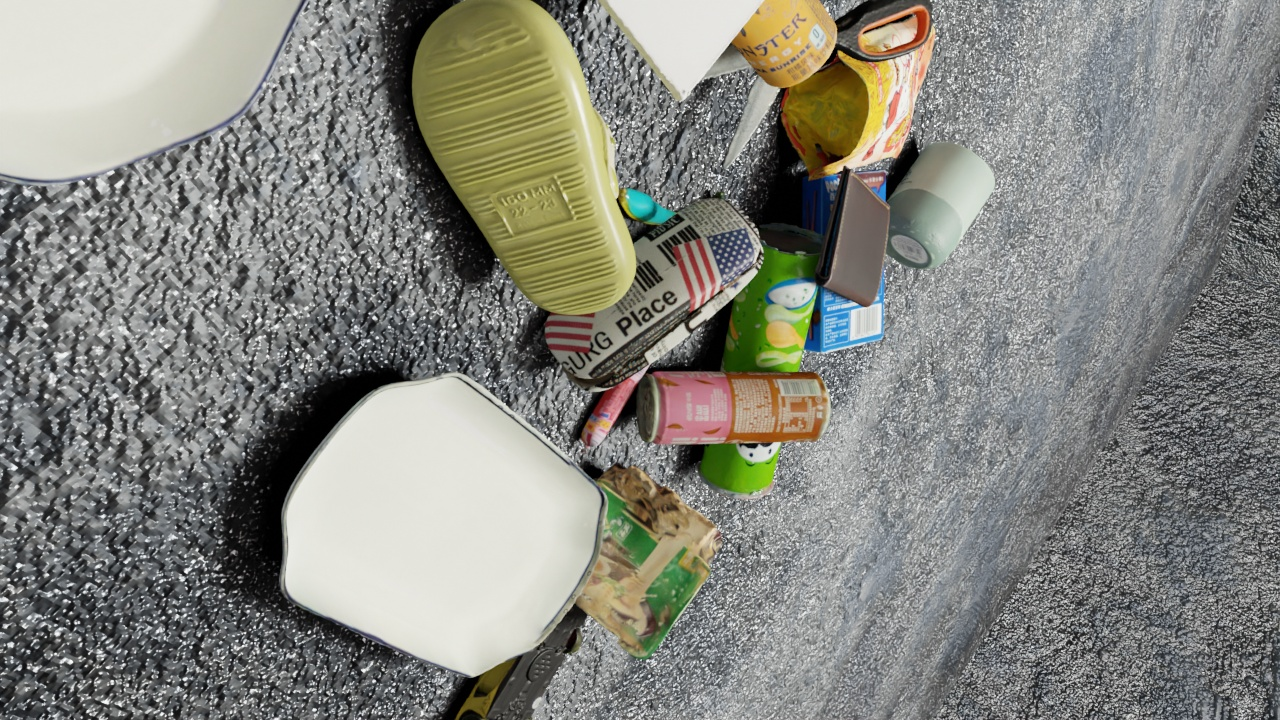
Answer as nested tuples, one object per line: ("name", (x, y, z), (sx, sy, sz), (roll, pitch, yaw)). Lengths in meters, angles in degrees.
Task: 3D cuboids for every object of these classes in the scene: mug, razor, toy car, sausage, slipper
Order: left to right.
("toy car", (-0.096, 0.251, 0.733), (0.156, 0.041, 0.071), (-59, 146, -2))
("slipper", (-0.057, -0.113, 0.512), (0.081, 0.092, 0.191), (-84, 159, -50))
("sausage", (-0.004, 0.004, 0.703), (0.155, 0.020, 0.020), (-58, 146, -6))
("razor", (0.022, -0.106, 0.652), (0.132, 0.028, 0.043), (0, 79, -54))
("mug", (0.292, -0.150, 0.938), (0.106, 0.082, 0.112), (-54, 177, -12))

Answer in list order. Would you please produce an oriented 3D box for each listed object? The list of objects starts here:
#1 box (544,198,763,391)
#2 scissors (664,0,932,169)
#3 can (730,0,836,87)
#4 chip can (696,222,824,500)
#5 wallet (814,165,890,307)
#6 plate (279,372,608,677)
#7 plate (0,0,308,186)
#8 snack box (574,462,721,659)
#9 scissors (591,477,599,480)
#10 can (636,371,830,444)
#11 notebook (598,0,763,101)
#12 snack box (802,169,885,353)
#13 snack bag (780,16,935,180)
("box", (0.009, -0.048, 0.616), (0.163, 0.074, 0.079), (-35, 135, -6))
("scissors", (0.114, -0.245, 0.647), (0.220, 0.022, 0.224), (-6, 100, -22))
("can", (0.062, -0.233, 0.562), (0.146, 0.058, 0.058), (34, 85, -41))
("chip can", (0.104, 0.003, 0.797), (0.072, 0.072, 0.236), (-19, 126, -45))
("wallet", (0.180, -0.099, 0.764), (0.122, 0.020, 0.096), (11, 89, -61))
("plate", (-0.119, 0.108, 0.590), (0.162, 0.034, 0.266), (-54, 139, -10))
("plate", (-0.204, -0.165, 0.302), (0.204, 0.045, 0.205), (-32, 136, -38))
("snack box", (-0.002, 0.161, 0.734), (0.117, 0.118, 0.105), (-51, 161, -9))
("scissors", (-0.067, 0.102, 0.695), (0.159, 0.014, 0.172), (-39, 141, -31))
("can", (0.074, 0.037, 0.731), (0.147, 0.058, 0.058), (0, 118, -14))
("notebook", (0.003, -0.262, 0.465), (0.209, 0.012, 0.150), (44, 77, -32))
("snack box", (0.184, -0.090, 0.828), (0.084, 0.026, 0.157), (-12, 107, -34))
("snack bag", (0.198, -0.222, 0.782), (0.207, 0.073, 0.129), (-29, 134, -49))
